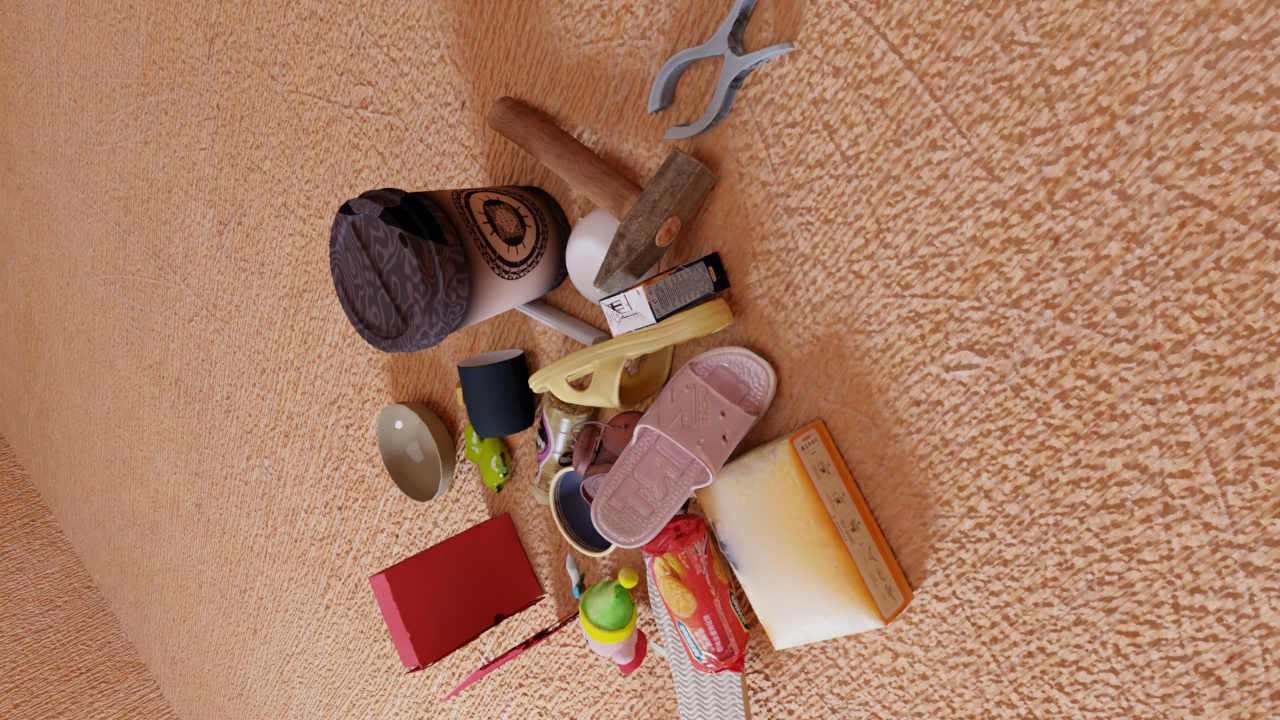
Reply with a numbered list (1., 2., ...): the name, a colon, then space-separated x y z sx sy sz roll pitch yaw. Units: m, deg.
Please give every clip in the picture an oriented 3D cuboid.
1. clip: 0.059 -0.283 0.855 0.163 0.028 0.112 -33 85 43
2. clip: 0.055 0.366 1.097 0.102 0.056 0.056 23 96 35

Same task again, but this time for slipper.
1. slipper: 0.038 0.082 0.897 0.094 0.064 0.239 39 90 4
2. slipper: 0.070 0.317 1.041 0.115 0.052 0.263 -15 82 29
3. slipper: -0.006 0.006 0.976 0.264 0.099 0.078 -22 92 40

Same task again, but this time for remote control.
1. remote control: -0.093 -0.047 1.076 0.131 0.033 0.012 27 117 33

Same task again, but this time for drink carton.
1. drink carton: 0.027 -0.066 0.895 0.064 0.129 0.040 -15 99 42

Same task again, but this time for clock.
1. clock: -0.010 0.114 0.990 0.157 0.072 0.121 37 141 -27

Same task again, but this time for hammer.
1. hammer: -0.071 -0.200 0.969 0.301 0.037 0.158 41 101 33

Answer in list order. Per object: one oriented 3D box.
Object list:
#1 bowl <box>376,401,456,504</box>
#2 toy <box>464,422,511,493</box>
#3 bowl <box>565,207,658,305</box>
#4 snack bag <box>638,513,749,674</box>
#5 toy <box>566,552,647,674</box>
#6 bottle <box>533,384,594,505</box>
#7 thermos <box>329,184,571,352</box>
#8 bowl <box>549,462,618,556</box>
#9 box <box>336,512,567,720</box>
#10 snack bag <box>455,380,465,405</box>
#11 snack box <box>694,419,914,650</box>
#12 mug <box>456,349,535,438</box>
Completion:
1. bowl: -0.316 0.127 1.329 0.152 0.050 0.152 16 116 37
2. toy: -0.207 0.128 1.244 0.094 0.036 0.094 12 107 44
3. bowl: -0.040 -0.108 0.993 0.115 0.050 0.115 16 116 37
4. snack bag: 0.059 0.241 0.958 0.082 0.082 0.176 -13 104 44
5. toy: -0.035 0.293 1.101 0.124 0.097 0.131 56 175 43
6. bottle: -0.101 0.108 1.124 0.059 0.059 0.166 37 129 27
7. thermos: -0.198 -0.114 1.011 0.173 0.225 0.173 16 116 37
8. bowl: -0.048 0.170 1.096 0.112 0.061 0.112 16 116 37
9. box: -0.293 0.362 1.291 0.353 0.216 0.197 -30 84 45
10. snack bag: -0.233 0.041 1.217 0.099 0.020 0.026 -155 52 -78
11. snack box: 0.151 0.179 0.907 0.145 0.080 0.195 -32 83 45
12. mug: -0.185 0.039 1.166 0.122 0.085 0.094 -159 57 -68
